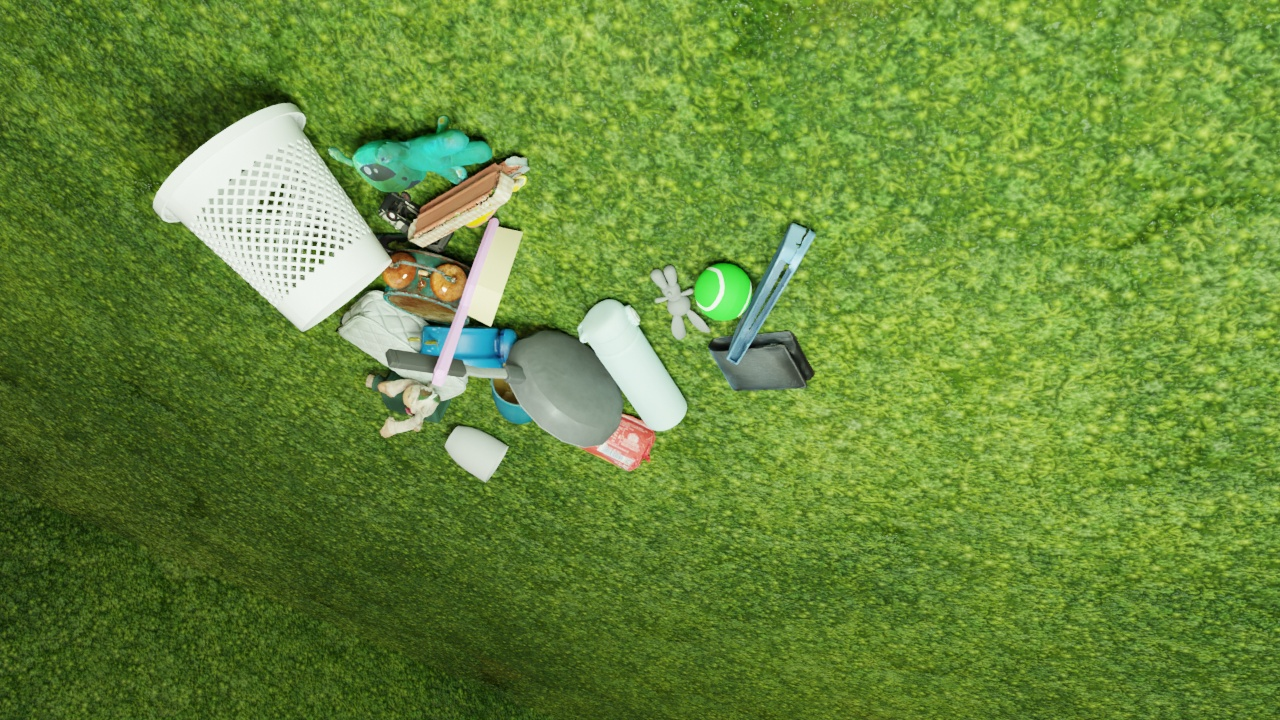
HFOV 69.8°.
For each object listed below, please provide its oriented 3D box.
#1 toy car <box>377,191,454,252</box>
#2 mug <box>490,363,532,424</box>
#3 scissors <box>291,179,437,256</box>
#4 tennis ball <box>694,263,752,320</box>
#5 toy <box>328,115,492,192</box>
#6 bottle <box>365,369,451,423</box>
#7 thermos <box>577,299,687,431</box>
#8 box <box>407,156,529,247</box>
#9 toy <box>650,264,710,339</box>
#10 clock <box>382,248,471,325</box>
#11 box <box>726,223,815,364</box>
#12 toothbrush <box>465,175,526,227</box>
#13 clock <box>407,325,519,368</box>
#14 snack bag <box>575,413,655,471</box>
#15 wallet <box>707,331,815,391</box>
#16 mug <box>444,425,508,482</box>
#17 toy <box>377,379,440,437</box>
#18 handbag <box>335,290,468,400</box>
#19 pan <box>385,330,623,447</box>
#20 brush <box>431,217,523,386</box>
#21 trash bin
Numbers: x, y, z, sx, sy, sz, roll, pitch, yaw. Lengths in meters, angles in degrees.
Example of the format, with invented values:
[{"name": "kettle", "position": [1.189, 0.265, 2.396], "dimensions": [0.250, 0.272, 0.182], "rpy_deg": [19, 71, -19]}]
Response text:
[{"name": "toy car", "position": [-0.280, -0.171, 1.142], "dimensions": [0.092, 0.040, 0.037], "rpy_deg": [34, 143, -17]}, {"name": "mug", "position": [-0.185, 0.036, 1.341], "dimensions": [0.112, 0.084, 0.104], "rpy_deg": [47, 159, 14]}, {"name": "scissors", "position": [-0.371, -0.189, 1.191], "dimensions": [0.202, 0.015, 0.202], "rpy_deg": [4, 141, 21]}, {"name": "tennis ball", "position": [0.094, -0.078, 1.044], "dimensions": [0.065, 0.065, 0.065], "rpy_deg": [14, 144, 10]}, {"name": "toy", "position": [-0.255, -0.231, 1.028], "dimensions": [0.194, 0.072, 0.130], "rpy_deg": [-4, 173, 31]}, {"name": "bottle", "position": [-0.374, 0.049, 1.463], "dimensions": [0.131, 0.061, 0.061], "rpy_deg": [16, 147, 9]}, {"name": "thermos", "position": [-0.007, 0.007, 1.211], "dimensions": [0.078, 0.065, 0.207], "rpy_deg": [-25, 129, 10]}, {"name": "box", "position": [-0.202, -0.184, 1.057], "dimensions": [0.188, 0.085, 0.048], "rpy_deg": [-15, 137, 43]}, {"name": "toy", "position": [0.046, -0.068, 1.114], "dimensions": [0.049, 0.030, 0.112], "rpy_deg": [-14, 128, 20]}, {"name": "clock", "position": [-0.267, -0.103, 1.172], "dimensions": [0.121, 0.073, 0.158], "rpy_deg": [14, 167, 0]}, {"name": "box", "position": [0.145, -0.067, 1.032], "dimensions": [0.037, 0.065, 0.210], "rpy_deg": [24, 144, 3]}, {"name": "toothbrush", "position": [-0.175, -0.185, 1.088], "dimensions": [0.021, 0.016, 0.136], "rpy_deg": [43, 140, -20]}, {"name": "clock", "position": [-0.229, -0.018, 1.252], "dimensions": [0.161, 0.060, 0.117], "rpy_deg": [-2, -176, -30]}, {"name": "snack bag", "position": [-0.059, 0.101, 1.356], "dimensions": [0.176, 0.082, 0.083], "rpy_deg": [26, 145, -6]}, {"name": "wallet", "position": [0.152, 0.005, 1.158], "dimensions": [0.115, 0.026, 0.089], "rpy_deg": [-5, 138, 33]}, {"name": "mug", "position": [-0.280, 0.153, 1.557], "dimensions": [0.089, 0.071, 0.107], "rpy_deg": [31, 172, 1]}, {"name": "toy", "position": [-0.329, 0.066, 1.330], "dimensions": [0.074, 0.085, 0.106], "rpy_deg": [20, 153, -41]}, {"name": "handbag", "position": [-0.338, -0.022, 1.345], "dimensions": [0.195, 0.072, 0.139], "rpy_deg": [38, 150, -22]}, {"name": "pan", "position": [-0.153, 0.017, 1.139], "dimensions": [0.356, 0.178, 0.041], "rpy_deg": [11, 136, -45]}, {"name": "brush", "position": [-0.190, -0.064, 1.077], "dimensions": [0.043, 0.228, 0.089], "rpy_deg": [19, 145, -10]}, {"name": "trash bin", "position": [-0.405, -0.152, 1.056], "dimensions": [0.199, 0.194, 0.196], "rpy_deg": [51, 139, -9]}]
